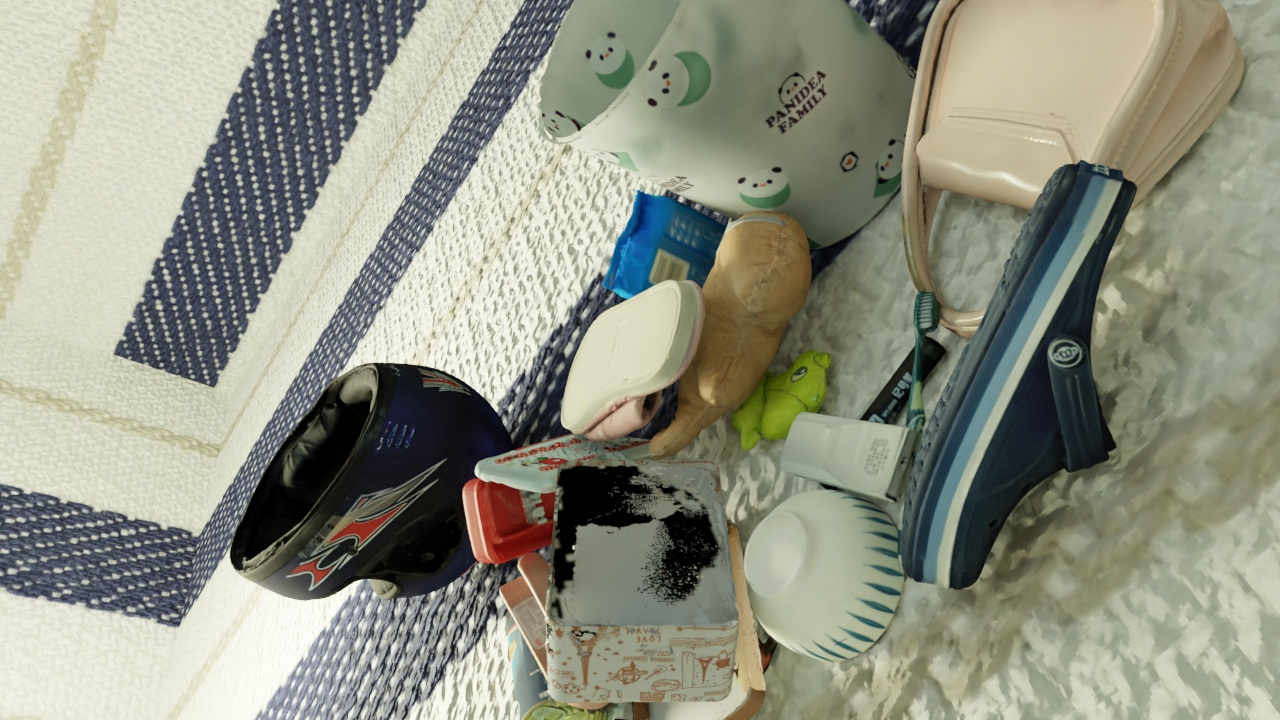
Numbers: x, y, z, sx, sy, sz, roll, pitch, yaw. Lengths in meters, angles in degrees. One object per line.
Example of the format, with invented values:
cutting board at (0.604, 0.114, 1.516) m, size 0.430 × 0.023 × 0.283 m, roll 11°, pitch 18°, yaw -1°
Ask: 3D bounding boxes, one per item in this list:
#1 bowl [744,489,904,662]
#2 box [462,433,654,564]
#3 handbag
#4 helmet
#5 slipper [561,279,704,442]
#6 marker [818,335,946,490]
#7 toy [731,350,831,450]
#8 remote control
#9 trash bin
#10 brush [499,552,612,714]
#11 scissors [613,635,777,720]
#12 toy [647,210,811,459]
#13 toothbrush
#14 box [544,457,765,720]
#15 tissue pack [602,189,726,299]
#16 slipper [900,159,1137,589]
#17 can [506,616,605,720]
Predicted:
bowl at (0.114, 0.141, 0.627) m, size 0.117 × 0.066 × 0.116 m, roll -37°, pitch 41°, yaw 40°
box at (-0.058, 0.112, 0.818) m, size 0.102 × 0.201 × 0.095 m, roll -12°, pitch 88°, yaw 30°
handbag at (0.249, -0.128, 0.604) m, size 0.193 × 0.093 × 0.234 m, roll 39°, pitch 111°, yaw 59°
helmet at (-0.286, 0.161, 1.071) m, size 0.316 × 0.240 × 0.247 m, roll -48°, pitch 33°, yaw 8°
slipper at (-0.005, 0.005, 0.771) m, size 0.275 × 0.054 × 0.114 m, roll 146°, pitch 137°, yaw -63°
marker at (0.171, 0.039, 0.657) m, size 0.132 × 0.020 × 0.022 m, roll -57°, pitch 15°, yaw 18°
toy at (0.114, 0.033, 0.739) m, size 0.096 × 0.031 × 0.100 m, roll -62°, pitch 23°, yaw -4°
remote control at (0.141, 0.064, 0.638) m, size 0.125 × 0.024 × 0.049 m, roll 5°, pitch 74°, yaw 64°
trash bin at (0.082, -0.225, 0.752) m, size 0.230 × 0.251 × 0.229 m, roll -37°, pitch 41°, yaw 40°
brush at (-0.065, 0.229, 0.770) m, size 0.145 × 0.063 × 0.073 m, roll 49°, pitch 153°, yaw 45°
scissors at (0.043, 0.288, 0.691) m, size 0.226 × 0.015 × 0.189 m, roll -61°, pitch 30°, yaw 12°
toy at (0.071, -0.015, 0.748) m, size 0.143 × 0.082 × 0.226 m, roll -50°, pitch -16°, yaw -59°
toothbrush at (0.185, 0.045, 0.608) m, size 0.018 × 0.016 × 0.191 m, roll -11°, pitch 69°, yaw 55°
box at (0.009, 0.197, 0.698) m, size 0.182 × 0.154 × 0.185 m, roll -91°, pitch 4°, yaw -58°
tissue pack at (0.040, -0.083, 0.818) m, size 0.052 × 0.157 × 0.095 m, roll 18°, pitch 88°, yaw 53°
slipper at (0.224, 0.017, 0.521) m, size 0.095 × 0.105 × 0.253 m, roll 22°, pitch 107°, yaw 18°
can at (-0.078, 0.280, 0.830) m, size 0.075 × 0.075 × 0.111 m, roll -52°, pitch 32°, yaw 23°
